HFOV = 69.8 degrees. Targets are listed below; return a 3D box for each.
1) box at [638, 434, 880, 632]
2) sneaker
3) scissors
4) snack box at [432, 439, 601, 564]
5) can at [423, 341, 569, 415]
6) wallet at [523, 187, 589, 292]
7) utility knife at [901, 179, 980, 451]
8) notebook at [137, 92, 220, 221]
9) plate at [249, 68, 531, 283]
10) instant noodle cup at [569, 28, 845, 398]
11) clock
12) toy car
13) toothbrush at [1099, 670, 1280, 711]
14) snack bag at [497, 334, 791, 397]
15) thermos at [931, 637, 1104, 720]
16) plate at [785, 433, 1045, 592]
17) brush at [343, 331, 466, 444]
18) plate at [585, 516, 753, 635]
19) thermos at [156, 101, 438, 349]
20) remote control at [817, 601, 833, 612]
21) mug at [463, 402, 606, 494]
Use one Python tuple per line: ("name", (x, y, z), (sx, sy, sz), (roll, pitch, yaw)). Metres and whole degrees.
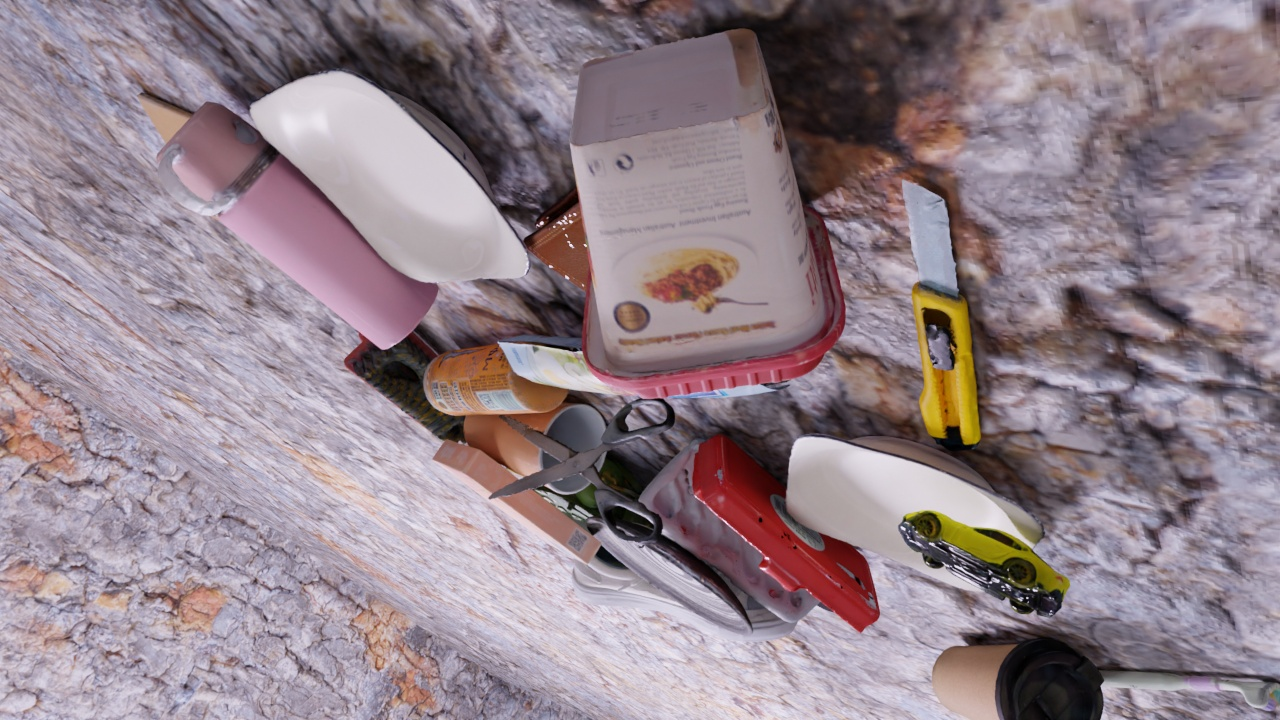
("box", (0.093, 0.152, 0.742), (0.101, 0.095, 0.201), (-39, 115, 24))
("sneaker", (0.046, 0.216, 0.945), (0.242, 0.089, 0.091), (9, 118, 13))
("scissors", (-0.045, 0.085, 0.723), (0.014, 0.181, 0.159), (25, -146, -61))
("snack box", (-0.114, 0.130, 0.849), (0.157, 0.026, 0.085), (43, 161, -26))
("can", (-0.121, 0.016, 0.756), (0.146, 0.058, 0.058), (-5, 139, 49))
("wallet", (-0.002, -0.063, 0.527), (0.101, 0.032, 0.125), (35, 155, -19))
("utility knife", (0.156, -0.011, 0.480), (0.033, 0.015, 0.223), (9, 148, 30))
("notebook", (-0.277, -0.121, 0.719), (0.208, 0.008, 0.148), (24, 154, 10))
("plate", (-0.147, -0.114, 0.565), (0.164, 0.034, 0.164), (3, 142, 45))
("instant noodle cup", (0.023, -0.064, 0.397), (0.117, 0.116, 0.124), (-9, 131, 9))
("clock", (-0.049, 0.130, 0.897), (0.161, 0.056, 0.116), (2, 145, 42))
("toy car", (0.212, 0.121, 0.571), (0.105, 0.032, 0.048), (23, 156, 35))
("toothbrush", (0.402, 0.255, 0.720), (0.190, 0.029, 0.020), (-29, 77, 62))
("snack bag", (-0.004, 0.004, 0.622), (0.191, 0.038, 0.110), (2, 158, 45))
("thermos", (0.316, 0.282, 0.786), (0.093, 0.093, 0.143), (31, 163, -6))
("plate", (0.182, 0.096, 0.628), (0.164, 0.034, 0.164), (20, 153, 16))
("brush", (-0.204, 0.022, 0.857), (0.146, 0.063, 0.069), (48, 179, -38))
("plate", (0.029, 0.187, 0.824), (0.179, 0.024, 0.180), (32, 161, 12))
("thermos", (-0.237, -0.086, 0.637), (0.067, 0.087, 0.198), (-31, 124, 24))
("remote control", (0.147, 0.194, 0.855), (0.136, 0.024, 0.053), (42, 153, -24))
("mug", (-0.098, 0.068, 0.818), (0.123, 0.078, 0.078), (10, 149, 44))
